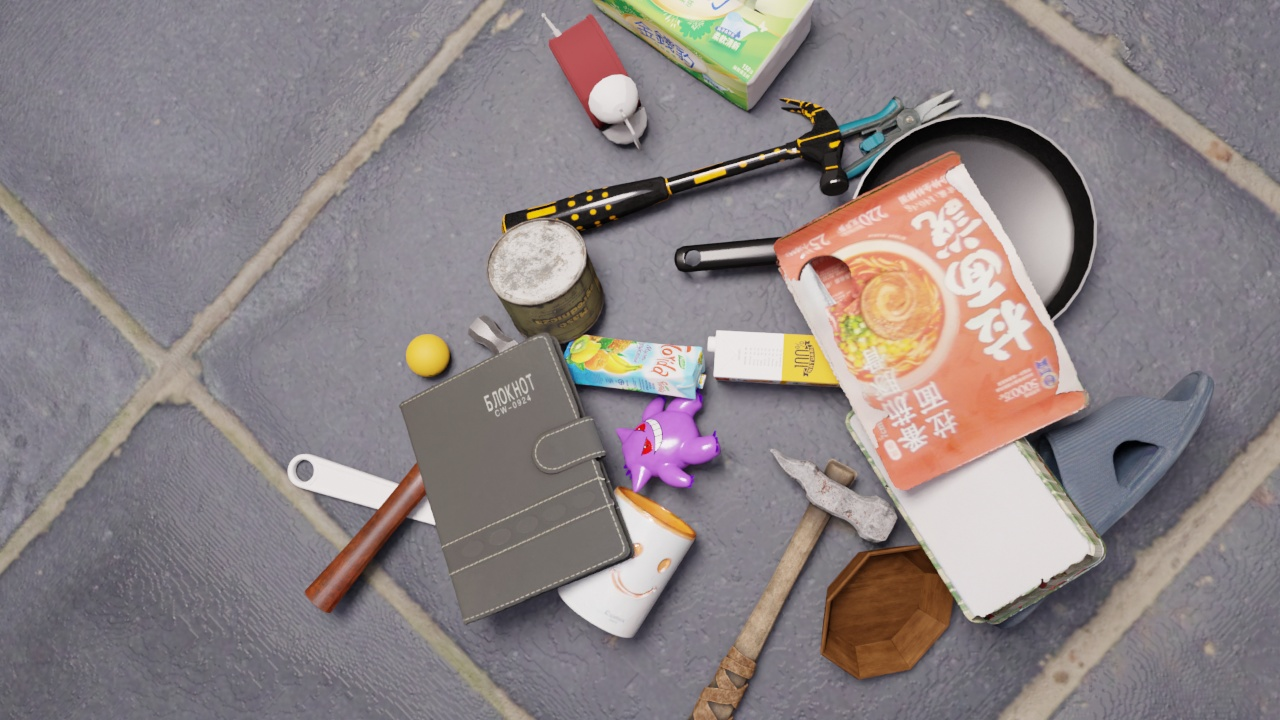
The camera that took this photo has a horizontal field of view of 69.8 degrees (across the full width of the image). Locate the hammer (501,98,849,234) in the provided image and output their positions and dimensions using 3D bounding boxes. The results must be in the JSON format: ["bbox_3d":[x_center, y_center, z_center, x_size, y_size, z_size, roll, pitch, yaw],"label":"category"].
[{"bbox_3d":[0.024,-0.161,0.838,0.321,0.036,0.123,-14,54,10],"label":"hammer"}]

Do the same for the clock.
[{"bbox_3d":[-0.036,-0.251,0.833,0.048,0.096,0.137,-30,80,4],"label":"clock"}]

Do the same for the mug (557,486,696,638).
[{"bbox_3d":[-0.012,0.175,0.805,0.082,0.082,0.105,31,91,8],"label":"mug"}]

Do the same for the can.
[{"bbox_3d":[-0.084,-0.069,0.822,0.090,0.075,0.089,-5,61,9],"label":"can"}]

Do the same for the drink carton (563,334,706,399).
[{"bbox_3d":[-0.005,0.005,0.823,0.129,0.039,0.044,7,47,17],"label":"drink carton"}]

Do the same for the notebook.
[{"bbox_3d":[-0.110,0.099,0.791,0.170,0.029,0.209,-25,75,12],"label":"notebook"}]

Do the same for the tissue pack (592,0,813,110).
[{"bbox_3d":[0.049,-0.332,0.804,0.198,0.141,0.120,31,90,8],"label":"tissue pack"}]

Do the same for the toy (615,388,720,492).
[{"bbox_3d":[0.023,0.076,0.820,0.088,0.056,0.106,-19,49,0],"label":"toy"}]

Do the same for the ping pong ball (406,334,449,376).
[{"bbox_3d":[-0.200,-0.005,0.862,0.040,0.040,0.040,-1,86,7],"label":"ping pong ball"}]

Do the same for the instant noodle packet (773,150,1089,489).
[{"bbox_3d":[0.227,-0.027,0.732,0.164,0.084,0.221,-26,78,6],"label":"instant noodle packet"}]

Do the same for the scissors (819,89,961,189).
[{"bbox_3d":[0.217,-0.201,0.835,0.126,0.019,0.144,22,96,-1],"label":"scissors"}]

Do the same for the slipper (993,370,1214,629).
[{"bbox_3d":[0.356,0.102,0.762,0.082,0.101,0.264,39,97,16],"label":"slipper"}]

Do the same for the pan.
[{"bbox_3d":[0.209,-0.103,0.814,0.356,0.044,0.204,-4,88,10],"label":"pan"}]

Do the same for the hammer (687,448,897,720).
[{"bbox_3d":[0.104,0.232,0.807,0.121,0.049,0.319,28,91,11],"label":"hammer"}]

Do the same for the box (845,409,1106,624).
[{"bbox_3d":[0.265,0.098,0.743,0.118,0.050,0.205,-42,59,22],"label":"box"}]

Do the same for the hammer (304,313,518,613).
[{"bbox_3d":[-0.199,0.106,0.844,0.111,0.028,0.300,39,87,14],"label":"hammer"}]

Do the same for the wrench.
[{"bbox_3d":[-0.209,0.137,0.865,0.273,0.018,0.066,15,88,9],"label":"wrench"}]

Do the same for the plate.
[{"bbox_3d":[0.205,0.208,0.777,0.131,0.025,0.131,-6,111,-17],"label":"plate"}]

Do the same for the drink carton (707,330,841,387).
[{"bbox_3d":[0.121,-0.001,0.812,0.122,0.058,0.040,3,86,7],"label":"drink carton"}]
